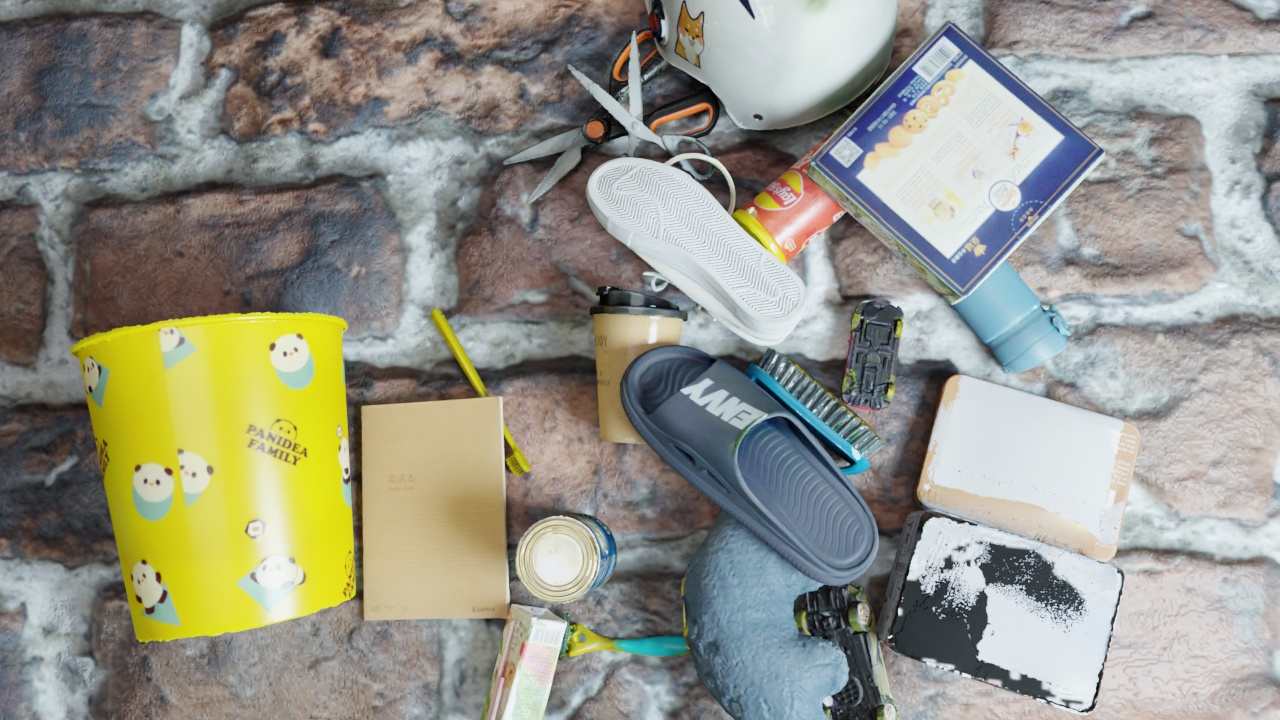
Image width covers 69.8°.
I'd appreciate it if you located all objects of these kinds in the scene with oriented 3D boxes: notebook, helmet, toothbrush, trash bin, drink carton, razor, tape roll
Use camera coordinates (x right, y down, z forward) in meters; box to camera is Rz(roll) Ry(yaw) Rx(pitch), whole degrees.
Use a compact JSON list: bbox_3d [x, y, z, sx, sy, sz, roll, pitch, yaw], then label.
[{"bbox_3d":[-0.202,0.145,0.893,0.149,0.012,0.211,-4,83,11],"label":"notebook"},{"bbox_3d":[0.123,-0.364,0.858,0.230,0.157,0.274,-29,76,-6],"label":"helmet"},{"bbox_3d":[-0.162,0.031,0.911,0.016,0.015,0.190,-33,79,7],"label":"toothbrush"},{"bbox_3d":[-0.368,0.102,0.827,0.230,0.229,0.255,-9,86,5],"label":"trash bin"},{"bbox_3d":[-0.110,0.291,0.841,0.045,0.054,0.122,19,83,-28],"label":"drink carton"},{"bbox_3d":[-0.011,0.262,0.852,0.133,0.028,0.043,0,50,9],"label":"razor"},{"bbox_3d":[0.050,-0.160,0.901,0.086,0.014,0.086,1,102,3],"label":"tape roll"}]

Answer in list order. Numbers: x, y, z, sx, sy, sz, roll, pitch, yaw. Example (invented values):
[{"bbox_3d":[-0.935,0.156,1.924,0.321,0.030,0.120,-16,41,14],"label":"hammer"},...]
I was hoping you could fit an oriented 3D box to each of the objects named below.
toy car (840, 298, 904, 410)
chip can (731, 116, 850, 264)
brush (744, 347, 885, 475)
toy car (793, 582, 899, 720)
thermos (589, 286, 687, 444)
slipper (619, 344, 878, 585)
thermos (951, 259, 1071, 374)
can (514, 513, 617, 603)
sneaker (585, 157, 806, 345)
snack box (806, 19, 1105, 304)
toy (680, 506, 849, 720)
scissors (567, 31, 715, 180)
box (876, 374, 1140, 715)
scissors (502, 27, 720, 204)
[{"bbox_3d":[0.218,-0.006,0.864,0.049,0.031,0.106,9,81,7],"label":"toy car"},{"bbox_3d":[0.190,-0.180,0.874,0.216,0.073,0.073,-40,79,-2],"label":"chip can"},{"bbox_3d":[0.152,0.055,0.850,0.144,0.055,0.073,42,86,10],"label":"brush"},{"bbox_3d":[0.185,0.275,0.814,0.070,0.042,0.158,-19,78,41],"label":"toy car"},{"bbox_3d":[-0.005,0.005,0.863,0.093,0.093,0.143,4,89,7],"label":"thermos"},{"bbox_3d":[0.104,0.074,0.778,0.268,0.083,0.110,43,61,7],"label":"slipper"},{"bbox_3d":[0.303,-0.086,0.850,0.070,0.070,0.220,-37,79,0],"label":"thermos"},{"bbox_3d":[-0.065,0.177,0.829,0.075,0.111,0.075,-1,81,6],"label":"can"},{"bbox_3d":[0.051,-0.101,0.873,0.242,0.091,0.089,39,75,14],"label":"sneaker"},{"bbox_3d":[0.274,-0.174,0.808,0.182,0.046,0.178,45,87,8],"label":"snack box"},{"bbox_3d":[0.105,0.226,0.800,0.138,0.091,0.355,-25,64,24],"label":"toy"},{"bbox_3d":[0.000,-0.227,0.900,0.159,0.014,0.181,9,106,-4],"label":"scissors"},{"bbox_3d":[0.327,0.152,0.810,0.177,0.082,0.260,17,80,9],"label":"box"},{"bbox_3d":[-0.031,-0.250,0.935,0.225,0.022,0.204,1,81,7],"label":"scissors"}]
